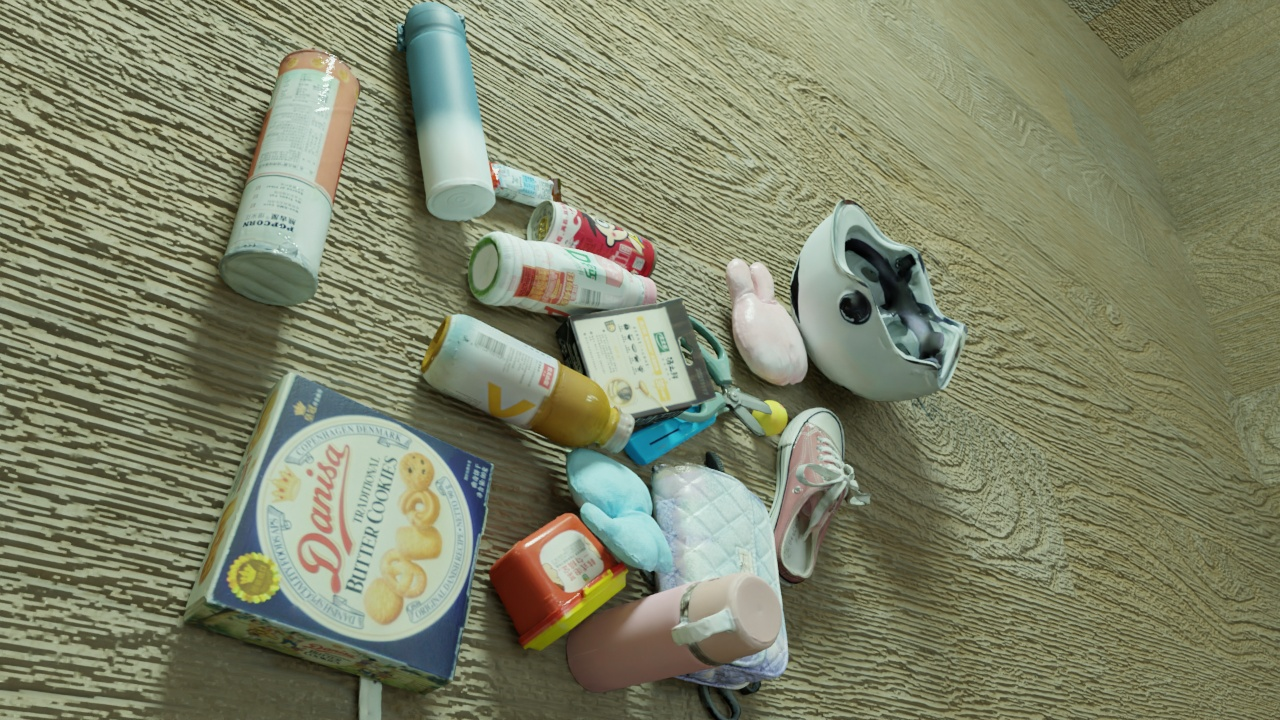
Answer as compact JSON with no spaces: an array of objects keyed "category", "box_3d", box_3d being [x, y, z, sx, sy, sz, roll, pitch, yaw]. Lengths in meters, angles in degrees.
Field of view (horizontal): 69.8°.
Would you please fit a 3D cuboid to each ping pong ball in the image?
[{"category":"ping pong ball","box_3d":[0.146,0.065,1.039,0.040,0.040,0.040,22,54,-34]}]

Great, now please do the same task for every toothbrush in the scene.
[{"category":"toothbrush","box_3d":[0.107,0.183,0.958,0.017,0.014,0.189,-6,72,-58]},{"category":"toothbrush","box_3d":[-0.186,0.291,0.622,0.016,0.017,0.187,13,57,-35]}]

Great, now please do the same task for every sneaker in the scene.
[{"category":"sneaker","box_3d":[0.197,0.140,1.010,0.118,0.088,0.240,43,46,-16]}]

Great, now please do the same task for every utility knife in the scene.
[{"category":"utility knife","box_3d":[0.053,0.064,0.971,0.204,0.018,0.034,-23,84,-49]}]

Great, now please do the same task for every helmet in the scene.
[{"category":"helmet","box_3d":[0.276,-0.057,1.152,0.258,0.146,0.228,52,35,-1]}]

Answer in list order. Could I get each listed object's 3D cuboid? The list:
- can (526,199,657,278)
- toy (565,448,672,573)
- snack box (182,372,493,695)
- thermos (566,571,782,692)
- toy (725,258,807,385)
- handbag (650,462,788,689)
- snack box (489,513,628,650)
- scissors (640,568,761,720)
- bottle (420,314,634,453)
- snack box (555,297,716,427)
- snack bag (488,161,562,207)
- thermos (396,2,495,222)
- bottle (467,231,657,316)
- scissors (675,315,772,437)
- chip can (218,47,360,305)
[{"category":"can","box_3d":[-0.049,-0.120,0.950,0.132,0.053,0.053,18,56,-36]},{"category":"toy","box_3d":[-0.023,0.126,0.804,0.156,0.050,0.161,48,9,24]},{"category":"snack box","box_3d":[-0.205,0.126,0.665,0.182,0.046,0.177,30,46,-29]},{"category":"thermos","box_3d":[0.016,0.216,0.717,0.087,0.199,0.067,-7,73,-43]},{"category":"toy","box_3d":[0.148,-0.045,1.092,0.121,0.054,0.159,3,66,-51]},{"category":"handbag","box_3d":[0.070,0.199,0.857,0.134,0.076,0.193,23,46,-33]},{"category":"snack box","box_3d":[-0.069,0.177,0.749,0.091,0.082,0.080,-26,76,-48]},{"category":"scissors","box_3d":[0.050,0.261,0.860,0.170,0.014,0.150,29,49,-28]},{"category":"bottle","box_3d":[-0.094,0.026,0.798,0.189,0.068,0.067,27,51,-18]},{"category":"snack box","box_3d":[-0.005,0.005,0.901,0.125,0.053,0.113,-10,74,-30]},{"category":"snack bag","box_3d":[-0.124,-0.176,0.932,0.104,0.026,0.048,7,69,-41]},{"category":"thermos","box_3d":[-0.189,-0.244,0.884,0.070,0.070,0.220,5,64,-41]},{"category":"bottle","box_3d":[-0.069,-0.077,0.896,0.196,0.068,0.068,6,63,-41]},{"category":"scissors","box_3d":[0.064,0.030,0.980,0.175,0.019,0.175,51,43,5]},{"category":"chip can","box_3d":[-0.278,-0.153,0.741,0.071,0.071,0.214,22,54,-33]}]
